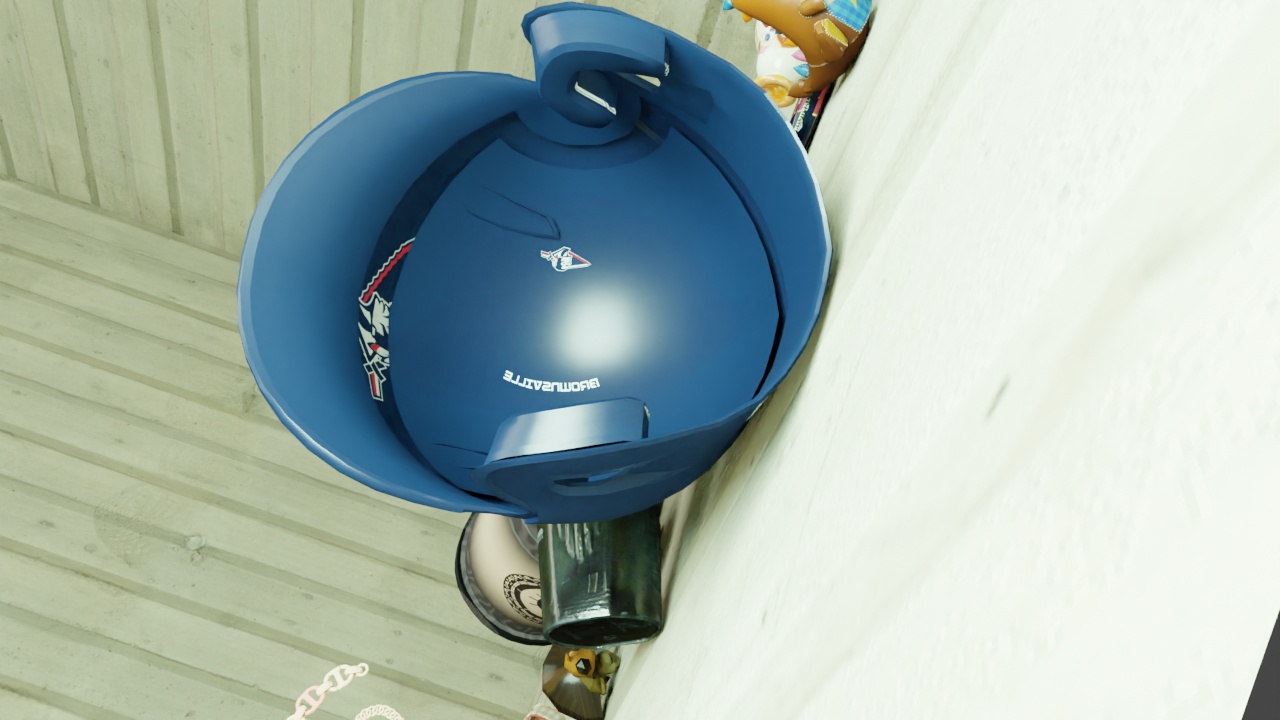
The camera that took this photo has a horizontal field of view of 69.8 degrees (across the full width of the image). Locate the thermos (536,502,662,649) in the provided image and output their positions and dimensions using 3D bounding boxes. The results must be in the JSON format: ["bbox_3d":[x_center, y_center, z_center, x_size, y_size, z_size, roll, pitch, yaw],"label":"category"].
[{"bbox_3d":[-0.028,0.067,0.595,0.098,0.098,0.220,111,159,-56],"label":"thermos"}]

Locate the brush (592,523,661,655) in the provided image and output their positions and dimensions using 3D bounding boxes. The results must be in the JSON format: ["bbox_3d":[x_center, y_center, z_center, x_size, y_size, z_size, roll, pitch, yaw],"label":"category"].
[{"bbox_3d":[-0.023,0.207,0.758,0.172,0.030,0.041,-57,3,14],"label":"brush"}]

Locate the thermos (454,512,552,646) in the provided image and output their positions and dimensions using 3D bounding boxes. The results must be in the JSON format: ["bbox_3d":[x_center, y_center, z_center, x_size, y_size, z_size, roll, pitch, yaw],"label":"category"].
[{"bbox_3d":[-0.078,0.167,0.877,0.227,0.172,0.172,123,168,-56],"label":"thermos"}]

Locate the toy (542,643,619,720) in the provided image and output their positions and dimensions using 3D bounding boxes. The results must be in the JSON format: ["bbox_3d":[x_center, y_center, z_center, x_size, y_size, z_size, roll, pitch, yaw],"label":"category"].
[{"bbox_3d":[-0.046,0.231,0.691,0.100,0.062,0.076,87,160,-52],"label":"toy"}]

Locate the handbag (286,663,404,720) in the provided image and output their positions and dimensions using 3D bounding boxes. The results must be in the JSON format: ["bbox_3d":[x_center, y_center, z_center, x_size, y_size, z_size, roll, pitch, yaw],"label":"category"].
[{"bbox_3d":[-0.133,0.290,0.502,0.117,0.187,0.198,103,178,-56],"label":"handbag"}]

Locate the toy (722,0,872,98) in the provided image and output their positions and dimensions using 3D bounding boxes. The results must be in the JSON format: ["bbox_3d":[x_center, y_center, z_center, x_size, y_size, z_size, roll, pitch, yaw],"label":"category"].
[{"bbox_3d":[0.092,-0.207,0.574,0.103,0.090,0.070,121,169,-63],"label":"toy"}]

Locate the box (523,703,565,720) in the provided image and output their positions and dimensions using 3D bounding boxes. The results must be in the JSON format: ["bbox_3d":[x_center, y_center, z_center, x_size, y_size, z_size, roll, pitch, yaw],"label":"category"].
[{"bbox_3d":[-0.098,0.387,0.771,0.079,0.054,0.187,25,99,56],"label":"box"}]

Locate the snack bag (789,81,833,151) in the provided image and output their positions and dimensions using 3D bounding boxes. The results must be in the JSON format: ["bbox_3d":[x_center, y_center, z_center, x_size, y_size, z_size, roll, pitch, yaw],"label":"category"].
[{"bbox_3d":[0.118,-0.172,0.667,0.074,0.018,0.155,-72,3,-79],"label":"snack bag"}]

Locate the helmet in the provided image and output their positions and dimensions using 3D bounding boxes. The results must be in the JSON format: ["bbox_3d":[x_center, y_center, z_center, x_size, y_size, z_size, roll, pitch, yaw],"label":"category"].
[{"bbox_3d":[-0.060,-0.032,0.470,0.223,0.272,0.232,131,144,-69],"label":"helmet"}]

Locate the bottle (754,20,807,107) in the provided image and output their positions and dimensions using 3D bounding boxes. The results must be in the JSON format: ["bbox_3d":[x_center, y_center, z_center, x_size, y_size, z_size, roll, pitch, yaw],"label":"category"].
[{"bbox_3d":[0.120,-0.254,0.722,0.063,0.063,0.109,113,178,-74],"label":"bottle"}]
